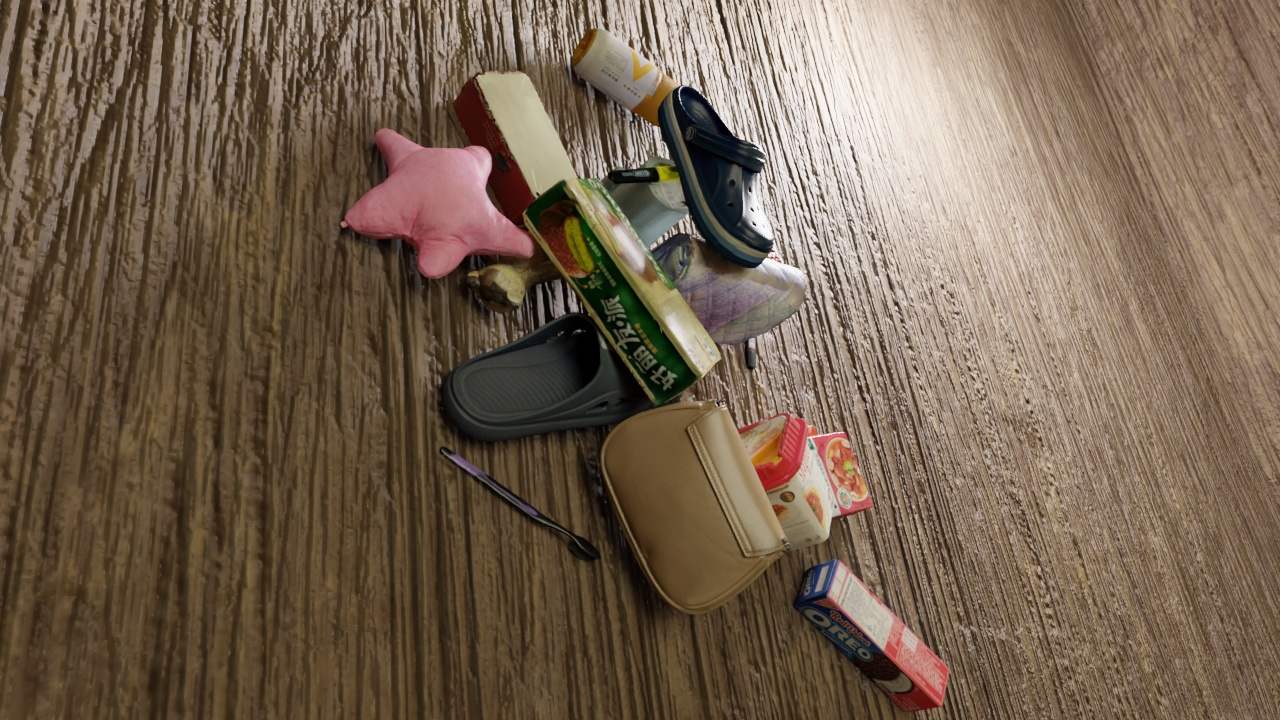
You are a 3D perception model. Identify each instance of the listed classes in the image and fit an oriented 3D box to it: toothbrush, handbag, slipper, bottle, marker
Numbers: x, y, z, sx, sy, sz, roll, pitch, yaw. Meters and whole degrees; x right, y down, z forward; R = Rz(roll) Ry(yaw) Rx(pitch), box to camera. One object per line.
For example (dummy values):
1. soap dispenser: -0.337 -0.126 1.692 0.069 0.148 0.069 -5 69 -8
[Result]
1. toothbrush: -0.113 0.138 0.868 0.189 0.017 0.014 38 34 -15
2. handbag: 0.052 0.142 0.922 0.099 0.148 0.204 29 37 -79
3. slipper: 0.100 -0.218 1.033 0.105 0.095 0.252 7 53 -42
4. slipper: -0.068 0.010 0.918 0.267 0.084 0.110 -14 62 -42
5. handbag: 0.086 -0.083 1.087 0.193 0.135 0.075 11 60 -39
6. bottle: -0.001 -0.366 1.226 0.189 0.068 0.067 28 50 -27
7. marker: 0.142 -0.043 1.202 0.018 0.015 0.123 20 57 -31
8. marker: 0.009 -0.208 1.026 0.123 0.015 0.018 -16 72 -46

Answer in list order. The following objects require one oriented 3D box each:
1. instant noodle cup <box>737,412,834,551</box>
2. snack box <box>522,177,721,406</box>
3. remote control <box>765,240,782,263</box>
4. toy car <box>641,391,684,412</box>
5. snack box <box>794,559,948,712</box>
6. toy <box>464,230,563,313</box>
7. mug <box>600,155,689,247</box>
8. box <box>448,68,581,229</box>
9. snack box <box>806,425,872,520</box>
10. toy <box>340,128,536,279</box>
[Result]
1. instant noodle cup: 0.153 0.143 1.030 0.124 0.117 0.116 54 32 -19
2. snack box: -0.014 -0.075 0.946 0.240 0.063 0.114 54 19 -1
3. remote control: 0.168 -0.167 1.293 0.055 0.020 0.136 -2 67 -43
4. toy car: 0.016 0.052 1.017 0.049 0.031 0.105 32 47 -17
5. snack box: 0.270 0.321 1.066 0.207 0.057 0.058 45 46 -12
6. toy: -0.122 -0.102 0.972 0.105 0.066 0.156 25 39 11
7. mug: -0.011 -0.184 1.083 0.123 0.104 0.083 7 62 -40
8. box: -0.132 -0.240 1.025 0.091 0.079 0.168 -19 80 -45
9. snack box: 0.220 0.136 1.141 0.113 0.044 0.127 -4 68 -43
10. toy: -0.212 -0.160 0.911 0.178 0.075 0.194 -15 63 -30
